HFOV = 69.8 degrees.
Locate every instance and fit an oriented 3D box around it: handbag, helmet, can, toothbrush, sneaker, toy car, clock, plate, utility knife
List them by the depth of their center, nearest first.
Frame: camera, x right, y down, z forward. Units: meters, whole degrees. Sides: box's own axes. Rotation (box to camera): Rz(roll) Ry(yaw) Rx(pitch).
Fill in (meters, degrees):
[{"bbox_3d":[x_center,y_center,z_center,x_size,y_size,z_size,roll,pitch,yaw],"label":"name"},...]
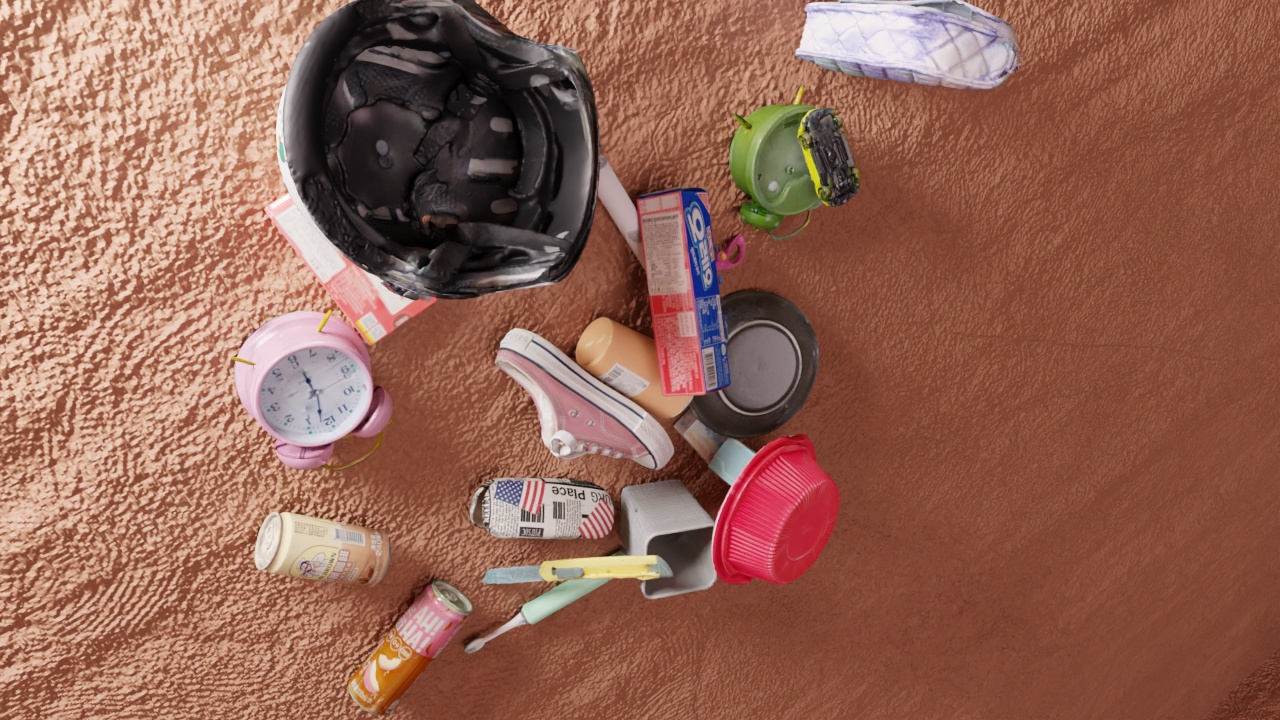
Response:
[{"bbox_3d":[-0.170,-0.163,0.735,0.273,0.157,0.230,-2,97,-39],"label":"helmet"},{"bbox_3d":[-0.290,0.035,0.828,0.117,0.060,0.159,-30,128,-16],"label":"clock"},{"bbox_3d":[-0.307,0.185,0.894,0.116,0.058,0.058,20,101,-38],"label":"can"},{"bbox_3d":[0.258,-0.317,0.910,0.134,0.194,0.076,1,110,-33],"label":"handbag"},{"bbox_3d":[0.193,-0.211,0.955,0.048,0.032,0.105,-33,115,-15],"label":"toy car"},{"bbox_3d":[0.003,-0.120,0.956,0.027,0.026,0.221,-16,132,22],"label":"toothbrush"},{"bbox_3d":[-0.065,0.064,0.958,0.241,0.118,0.087,39,72,-33],"label":"sneaker"},{"bbox_3d":[0.155,-0.204,0.991,0.116,0.056,0.161,-27,125,-18],"label":"clock"},{"bbox_3d":[-0.249,0.311,0.995,0.147,0.058,0.058,-50,129,-1],"label":"can"},{"bbox_3d":[-0.073,0.234,1.022,0.221,0.022,0.031,-5,100,17],"label":"utility knife"},{"bbox_3d":[0.133,0.007,1.073,0.179,0.024,0.179,-4,102,-19],"label":"plate"},{"bbox_3d":[-0.108,0.289,1.095,0.224,0.027,0.026,-26,89,-19],"label":"toothbrush"}]

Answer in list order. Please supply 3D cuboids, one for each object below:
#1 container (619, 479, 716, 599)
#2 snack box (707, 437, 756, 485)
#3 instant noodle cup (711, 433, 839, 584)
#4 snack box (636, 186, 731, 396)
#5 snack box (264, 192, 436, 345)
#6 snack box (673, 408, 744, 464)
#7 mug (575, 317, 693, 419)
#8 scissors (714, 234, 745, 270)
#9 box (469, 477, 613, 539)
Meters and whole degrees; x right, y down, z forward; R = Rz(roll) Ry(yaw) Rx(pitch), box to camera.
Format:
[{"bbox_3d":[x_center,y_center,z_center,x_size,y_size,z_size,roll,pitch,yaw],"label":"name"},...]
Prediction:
[{"bbox_3d":[0.029,0.203,1.075,0.090,0.114,0.090,-5,116,-18],"label":"container"},{"bbox_3d":[0.158,0.156,1.144,0.051,0.074,0.174,-52,141,1],"label":"snack box"},{"bbox_3d":[0.166,0.183,1.051,0.193,0.066,0.194,-25,127,-38],"label":"instant noodle cup"},{"bbox_3d":[0.046,-0.070,0.935,0.057,0.058,0.207,-15,99,-53],"label":"snack box"},{"bbox_3d":[-0.252,-0.091,0.809,0.075,0.025,0.153,-38,128,-12],"label":"snack box"},{"bbox_3d":[0.119,0.052,1.118,0.156,0.027,0.085,-45,129,-5],"label":"snack box"},{"bbox_3d":[-0.006,0.006,0.987,0.122,0.078,0.078,28,96,-34],"label":"mug"},{"bbox_3d":[0.067,-0.102,0.998,0.133,0.017,0.130,-49,125,-21],"label":"scissors"},{"bbox_3d":[-0.099,0.163,1.001,0.163,0.083,0.075,10,101,-33],"label":"box"}]
